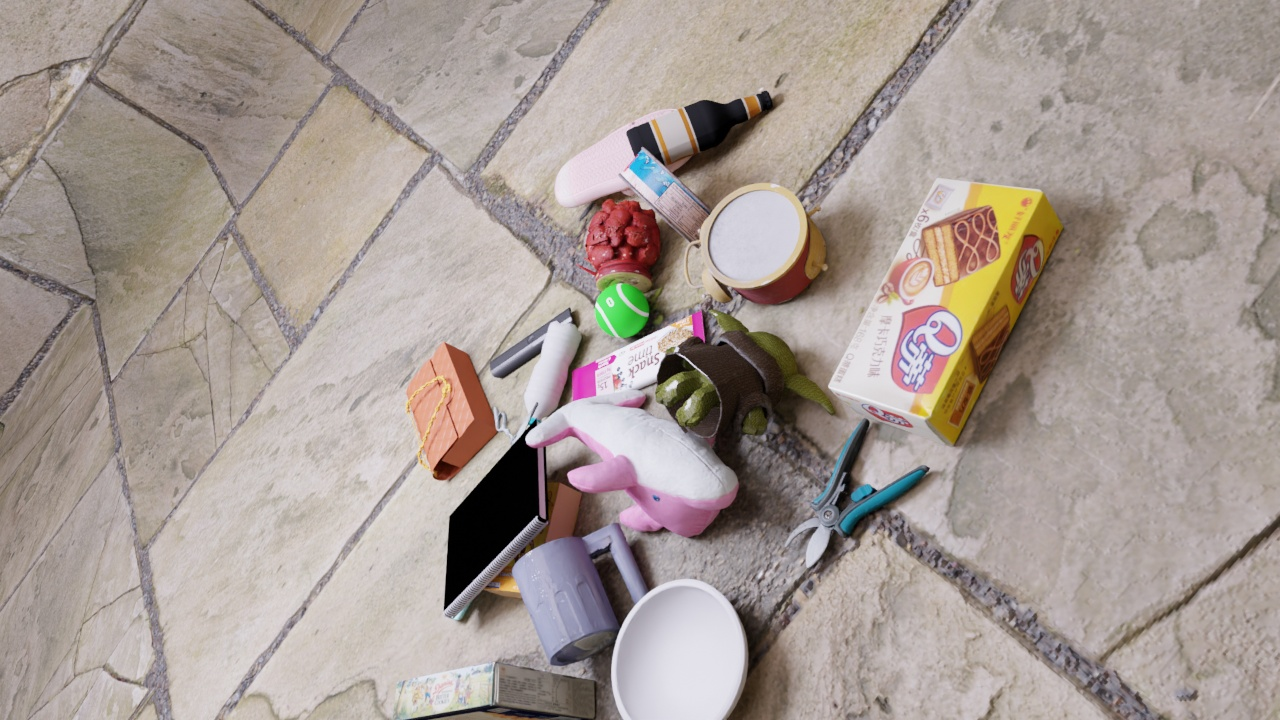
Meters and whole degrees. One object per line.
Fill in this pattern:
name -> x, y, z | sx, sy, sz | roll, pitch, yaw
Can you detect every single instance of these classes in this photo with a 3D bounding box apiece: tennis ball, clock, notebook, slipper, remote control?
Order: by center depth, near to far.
clock -> 0.121, -0.117, 0.996 | 0.159, 0.081, 0.117 | -12, 69, 26
notebook -> -0.169, 0.183, 1.060 | 0.207, 0.016, 0.148 | -47, 32, 30
tennis ball -> -0.022, -0.060, 1.104 | 0.066, 0.065, 0.065 | -22, 52, 31
remote control -> -0.144, -0.023, 1.228 | 0.147, 0.015, 0.033 | -32, 48, 24
slipper -> -0.019, -0.262, 1.232 | 0.222, 0.055, 0.106 | -19, 55, 22

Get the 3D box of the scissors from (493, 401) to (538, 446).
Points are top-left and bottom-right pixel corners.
scissors -> -0.160, 0.102, 1.142 | 0.175, 0.014, 0.142 | 39, 114, 58

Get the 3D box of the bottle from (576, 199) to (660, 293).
bottle -> -0.024, -0.141, 1.145 | 0.099, 0.099, 0.111 | -15, 66, 35

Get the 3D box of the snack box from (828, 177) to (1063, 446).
snack box -> 0.277, -0.048, 0.831 | 0.110, 0.061, 0.230 | 22, 81, 46

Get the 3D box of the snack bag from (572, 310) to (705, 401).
snack bag -> -0.006, 0.006, 1.086 | 0.197, 0.016, 0.070 | -24, 53, 30

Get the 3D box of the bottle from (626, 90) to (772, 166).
bottle -> 0.076, -0.291, 1.140 | 0.182, 0.059, 0.059 | -21, 49, 4

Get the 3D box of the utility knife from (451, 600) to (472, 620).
utility knife -> -0.182, 0.241, 1.106 | 0.022, 0.015, 0.165 | 20, 77, 53

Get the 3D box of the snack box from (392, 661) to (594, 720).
snack box -> -0.145, 0.339, 0.915 | 0.145, 0.144, 0.042 | -21, 56, 32

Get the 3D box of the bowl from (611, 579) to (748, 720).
bowl -> 0.043, 0.283, 0.854 | 0.150, 0.043, 0.149 | -22, 53, 31

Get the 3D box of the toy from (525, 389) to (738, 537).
toy -> 0.002, 0.116, 0.961 | 0.186, 0.128, 0.266 | -22, 30, -31

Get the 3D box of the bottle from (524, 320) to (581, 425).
bottle -> -0.114, 0.018, 1.155 | 0.044, 0.044, 0.136 | 2, 67, 43

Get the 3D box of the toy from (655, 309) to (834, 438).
toy -> 0.088, 0.020, 0.908 | 0.179, 0.152, 0.078 | 44, 137, 34

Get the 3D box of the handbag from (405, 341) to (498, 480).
handbag -> -0.272, 0.068, 1.260 | 0.109, 0.060, 0.171 | -47, 43, 15

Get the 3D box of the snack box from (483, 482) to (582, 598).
snack box -> -0.126, 0.207, 1.054 | 0.088, 0.040, 0.125 | -6, 62, 40

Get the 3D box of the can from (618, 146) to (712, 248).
can -> 0.036, -0.192, 1.084 | 0.044, 0.130, 0.130 | -47, 43, 9

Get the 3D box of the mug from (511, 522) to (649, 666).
mug -> -0.057, 0.239, 0.943 | 0.124, 0.084, 0.104 | -24, 60, -6

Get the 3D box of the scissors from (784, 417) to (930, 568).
scissors -> 0.192, 0.116, 0.839 | 0.155, 0.019, 0.124 | -25, 50, 27
